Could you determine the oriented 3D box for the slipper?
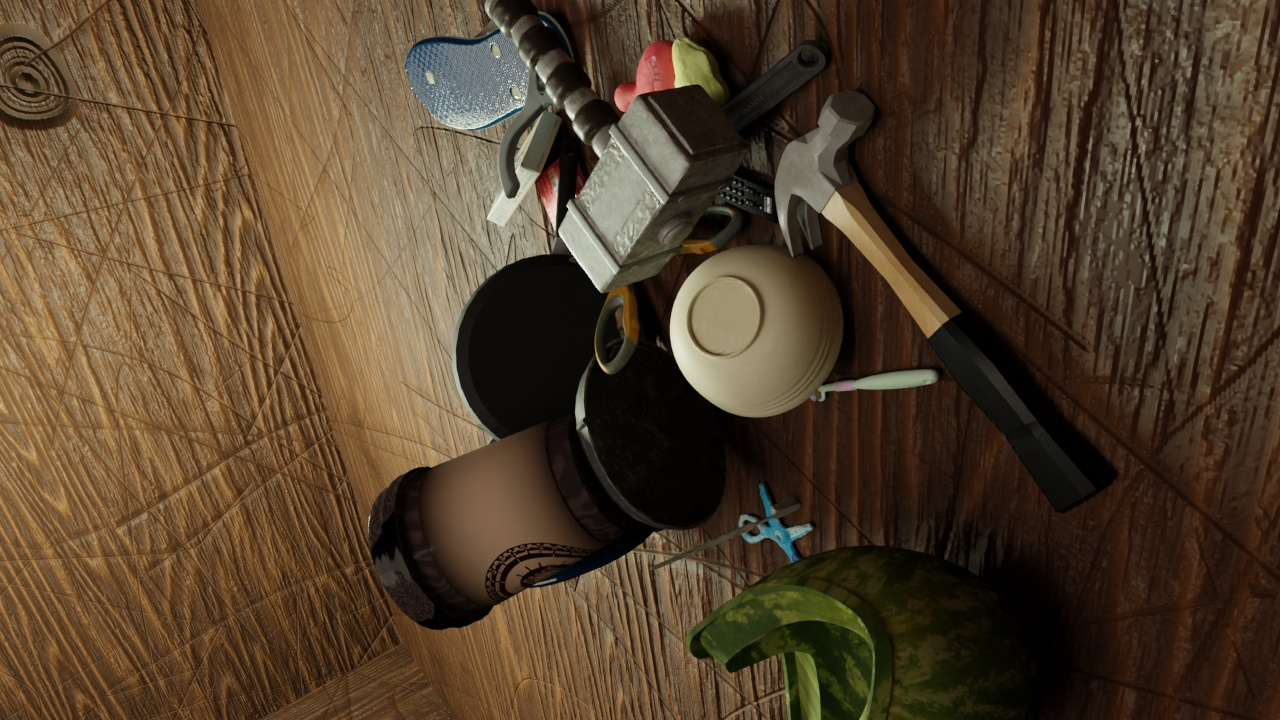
[{"bbox_3d":[-0.167,-0.337,1.063,0.296,0.060,0.118,3,119,45],"label":"slipper"}]

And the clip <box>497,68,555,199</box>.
[{"bbox_3d":[-0.094,-0.228,0.964,0.164,0.032,0.166,39,110,5],"label":"clip"}]

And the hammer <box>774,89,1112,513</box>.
[{"bbox_3d":[0.210,-0.037,0.662,0.328,0.039,0.131,56,151,18],"label":"hammer"}]

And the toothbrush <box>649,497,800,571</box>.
[{"bbox_3d":[0.082,0.165,0.881,0.010,0.181,0.010,42,138,43],"label":"toothbrush"}]

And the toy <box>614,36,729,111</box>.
[{"bbox_3d":[0.026,-0.236,0.814,0.135,0.045,0.092,1,115,53],"label":"toy"}]

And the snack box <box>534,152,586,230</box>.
[{"bbox_3d":[-0.077,-0.165,1.072,0.089,0.021,0.133,-18,95,62],"label":"snack box"}]

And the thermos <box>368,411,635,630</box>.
[{"bbox_3d":[-0.133,0.156,0.929,0.173,0.226,0.172,54,-161,-28],"label":"thermos"}]

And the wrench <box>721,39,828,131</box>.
[{"bbox_3d":[0.060,-0.192,0.781,0.073,0.018,0.274,37,148,-18],"label":"wrench"}]

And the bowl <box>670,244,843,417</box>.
[{"bbox_3d":[0.084,-0.030,0.761,0.151,0.075,0.150,-5,81,30],"label":"bowl"}]

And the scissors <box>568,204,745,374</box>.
[{"bbox_3d":[0.007,-0.095,0.879,0.230,0.016,0.224,-22,51,33],"label":"scissors"}]

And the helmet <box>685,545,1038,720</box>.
[{"bbox_3d":[0.185,0.258,0.717,0.244,0.247,0.213,-42,46,19],"label":"helmet"}]

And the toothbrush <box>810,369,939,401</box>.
[{"bbox_3d":[0.189,0.020,0.762,0.022,0.015,0.155,36,159,-18],"label":"toothbrush"}]

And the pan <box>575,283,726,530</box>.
[{"bbox_3d":[-0.006,0.005,0.949,0.040,0.207,0.356,-30,62,37],"label":"pan"}]

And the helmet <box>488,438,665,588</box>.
[{"bbox_3d":[-0.088,0.165,1.104,0.272,0.232,0.223,-116,5,-61],"label":"helmet"}]

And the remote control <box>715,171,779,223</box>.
[{"bbox_3d":[0.076,-0.159,0.827,0.140,0.009,0.030,35,139,44],"label":"remote control"}]

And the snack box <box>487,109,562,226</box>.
[{"bbox_3d":[-0.138,-0.222,1.077,0.026,0.081,0.150,24,156,-15],"label":"snack box"}]

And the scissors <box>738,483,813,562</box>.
[{"bbox_3d":[0.150,0.194,0.968,0.140,0.011,0.134,63,150,7],"label":"scissors"}]

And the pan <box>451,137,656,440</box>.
[{"bbox_3d":[-0.087,-0.071,1.003,0.034,0.225,0.356,174,100,-78],"label":"pan"}]

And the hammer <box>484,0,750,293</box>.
[{"bbox_3d":[-0.058,-0.232,0.800,0.326,0.079,0.177,55,139,14],"label":"hammer"}]
